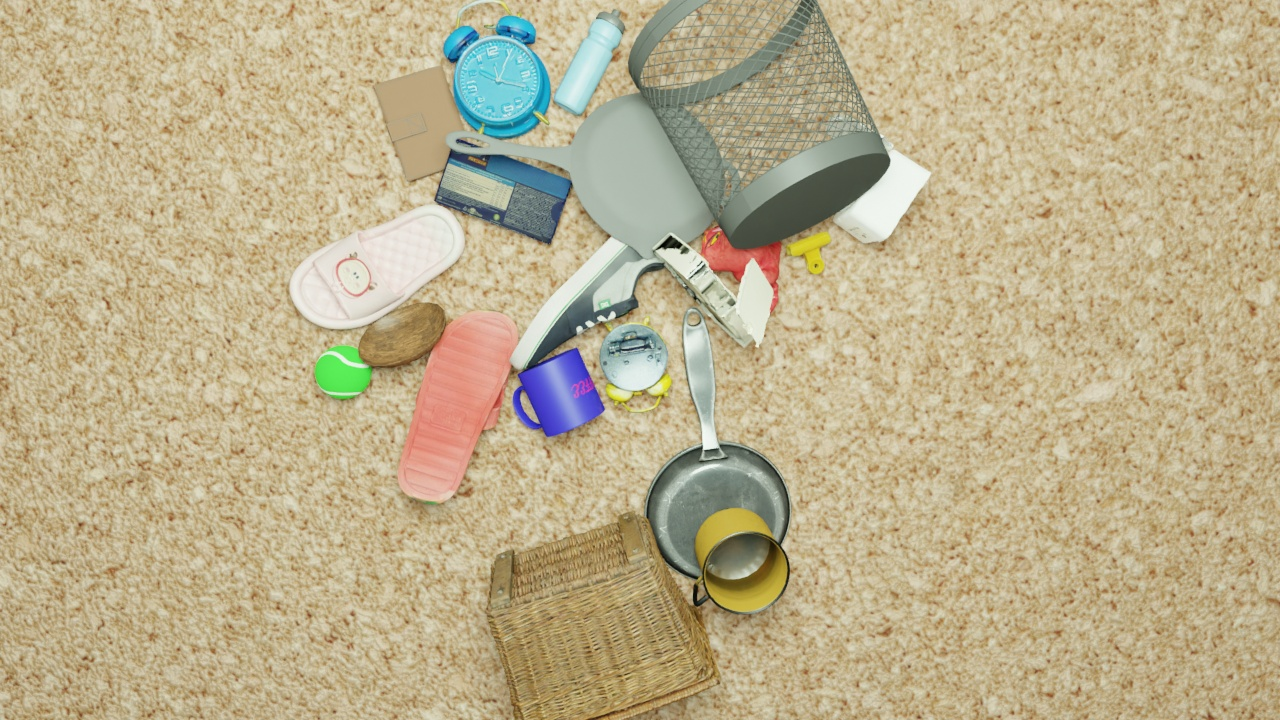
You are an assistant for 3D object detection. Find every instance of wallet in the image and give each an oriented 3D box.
[{"bbox_3d":[-0.262,-0.287,1.113,0.087,0.013,0.121,-19,96,-4],"label":"wallet"}]

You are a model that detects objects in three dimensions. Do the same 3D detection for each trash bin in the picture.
[{"bbox_3d":[0.132,-0.266,0.994,0.218,0.218,0.227,-25,79,1],"label":"trash bin"}]

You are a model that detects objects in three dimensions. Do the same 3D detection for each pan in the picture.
[{"bbox_3d":[-0.046,-0.234,1.069,0.354,0.024,0.216,5,79,-16],"label":"pan"},{"bbox_3d":[0.088,0.112,1.146,0.187,0.055,0.357,-8,100,-1],"label":"pan"}]

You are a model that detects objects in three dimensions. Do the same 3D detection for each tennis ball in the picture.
[{"bbox_3d":[-0.360,0.014,1.111,0.065,0.065,0.065,0,95,-2],"label":"tennis ball"}]

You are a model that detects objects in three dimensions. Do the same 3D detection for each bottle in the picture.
[{"bbox_3d":[-0.058,-0.360,1.098,0.040,0.040,0.130,28,94,-4],"label":"bottle"}]

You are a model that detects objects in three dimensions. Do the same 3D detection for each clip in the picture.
[{"bbox_3d":[0.211,-0.133,1.138,0.054,0.044,0.049,-22,137,-1],"label":"clip"}]

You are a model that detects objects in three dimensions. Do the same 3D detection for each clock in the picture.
[{"bbox_3d":[-0.007,0.007,1.124,0.083,0.057,0.119,-10,95,-1],"label":"clock"},{"bbox_3d":[-0.171,-0.344,1.086,0.117,0.060,0.161,-16,94,0],"label":"clock"}]

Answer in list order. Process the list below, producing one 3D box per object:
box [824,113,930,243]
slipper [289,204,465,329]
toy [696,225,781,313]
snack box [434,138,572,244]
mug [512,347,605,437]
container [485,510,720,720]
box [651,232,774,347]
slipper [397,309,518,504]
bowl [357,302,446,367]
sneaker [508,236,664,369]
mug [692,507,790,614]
[{"bbox_3d":[0.257,-0.224,1.085,0.136,0.109,0.121,32,93,-5],"label":"box"},{"bbox_3d":[-0.315,-0.112,1.107,0.221,0.055,0.107,-28,97,0],"label":"slipper"},{"bbox_3d":[0.125,-0.118,1.124,0.094,0.087,0.133,-14,119,32],"label":"toy"},{"bbox_3d":[-0.165,-0.205,1.111,0.150,0.027,0.082,20,93,-9],"label":"snack box"},{"bbox_3d":[-0.109,0.043,1.121,0.111,0.079,0.083,-21,96,28],"label":"mug"},{"bbox_3d":[-0.060,0.306,1.084,0.250,0.162,0.183,-19,106,0],"label":"container"},{"bbox_3d":[0.111,-0.075,1.039,0.070,0.186,0.143,-44,131,2],"label":"box"},{"bbox_3d":[-0.223,0.054,1.122,0.103,0.059,0.248,21,80,-1],"label":"slipper"},{"bbox_3d":[-0.282,-0.024,1.107,0.114,0.101,0.026,-18,133,6],"label":"bowl"},{"bbox_3d":[-0.057,-0.065,1.095,0.079,0.084,0.235,44,83,-1],"label":"sneaker"},{"bbox_3d":[0.108,0.242,1.091,0.124,0.094,0.100,-41,101,4],"label":"mug"}]
